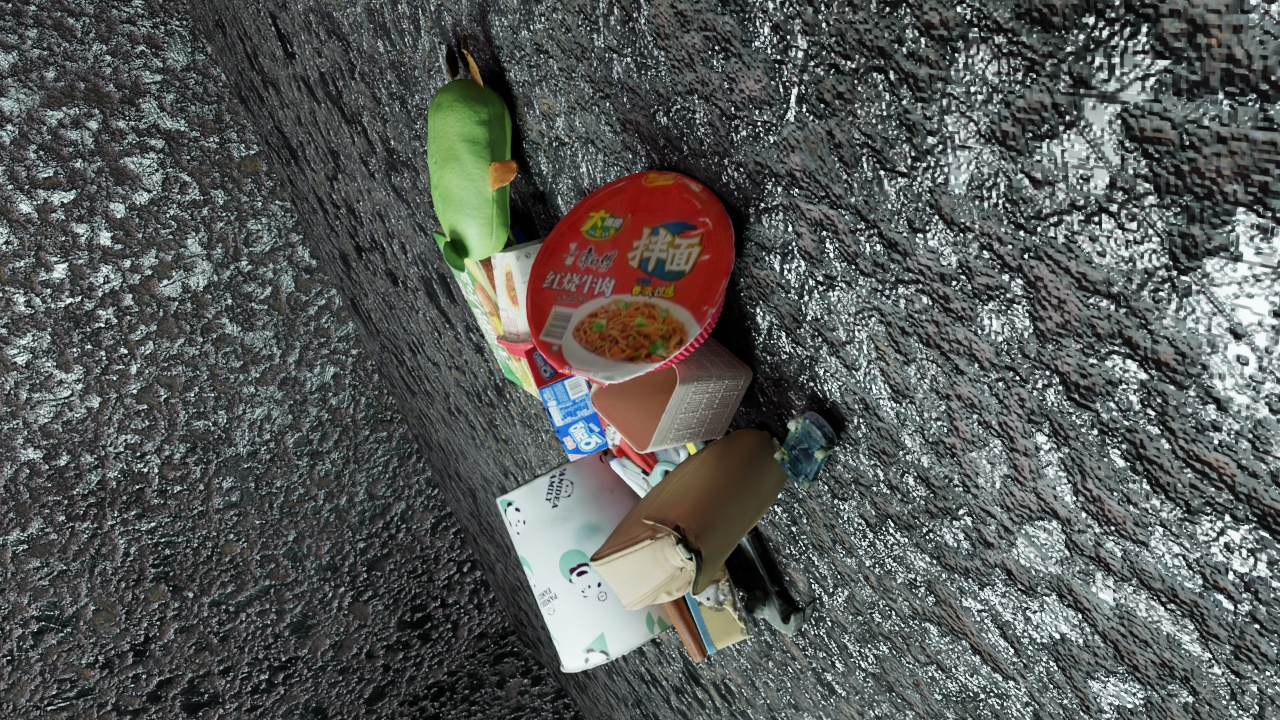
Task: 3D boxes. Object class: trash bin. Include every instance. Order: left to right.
[{"bbox_3d":[-0.065,0.263,1.278,0.252,0.229,0.230,62,159,3],"label":"trash bin"}]

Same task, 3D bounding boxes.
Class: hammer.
[{"bbox_3d":[0.103,0.168,1.019,0.126,0.031,0.323,6,125,64],"label":"hammer"}]

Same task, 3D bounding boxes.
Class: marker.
[{"bbox_3d":[0.007,0.164,1.131,0.131,0.018,0.023,42,154,30],"label":"marker"}]

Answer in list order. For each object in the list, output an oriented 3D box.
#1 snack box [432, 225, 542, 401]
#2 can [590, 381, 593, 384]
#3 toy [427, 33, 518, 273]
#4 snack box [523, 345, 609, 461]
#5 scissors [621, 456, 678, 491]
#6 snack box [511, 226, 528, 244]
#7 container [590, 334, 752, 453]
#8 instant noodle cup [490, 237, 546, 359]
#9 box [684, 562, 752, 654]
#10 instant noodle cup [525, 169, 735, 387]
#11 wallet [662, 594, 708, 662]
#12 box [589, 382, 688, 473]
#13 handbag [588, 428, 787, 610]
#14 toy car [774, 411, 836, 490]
[{"bbox_3d":[-0.171,-0.070,1.177,0.114,0.063,0.240,28,147,51],"label":"snack box"},{"bbox_3d":[-0.006,0.006,0.974,0.111,0.075,0.075,12,131,62],"label":"can"},{"bbox_3d":[-0.186,-0.224,1.004,0.227,0.089,0.247,31,124,59],"label":"toy"},{"bbox_3d":[-0.083,0.050,1.076,0.208,0.057,0.058,76,171,-61],"label":"snack box"},{"bbox_3d":[0.026,0.142,1.068,0.180,0.019,0.139,38,143,40],"label":"scissors"},{"bbox_3d":[-0.167,-0.117,1.229,0.084,0.026,0.157,59,159,-3],"label":"snack box"},{"bbox_3d":[0.031,0.023,0.839,0.090,0.110,0.090,41,119,36],"label":"container"},{"bbox_3d":[-0.116,-0.076,1.071,0.116,0.116,0.124,11,118,63],"label":"instant noodle cup"},{"bbox_3d":[0.087,0.283,1.096,0.184,0.059,0.089,85,164,-84],"label":"box"},{"bbox_3d":[-0.001,-0.060,0.769,0.194,0.194,0.066,42,180,37],"label":"instant noodle cup"},{"bbox_3d":[0.054,0.313,1.122,0.124,0.032,0.101,63,-178,-79],"label":"wallet"},{"bbox_3d":[-0.005,0.087,1.146,0.201,0.037,0.158,45,146,32],"label":"box"},{"bbox_3d":[0.054,0.151,0.875,0.100,0.203,0.148,50,142,-2],"label":"handbag"},{"bbox_3d":[0.146,0.077,0.794,0.043,0.034,0.091,50,156,26],"label":"toy car"}]
